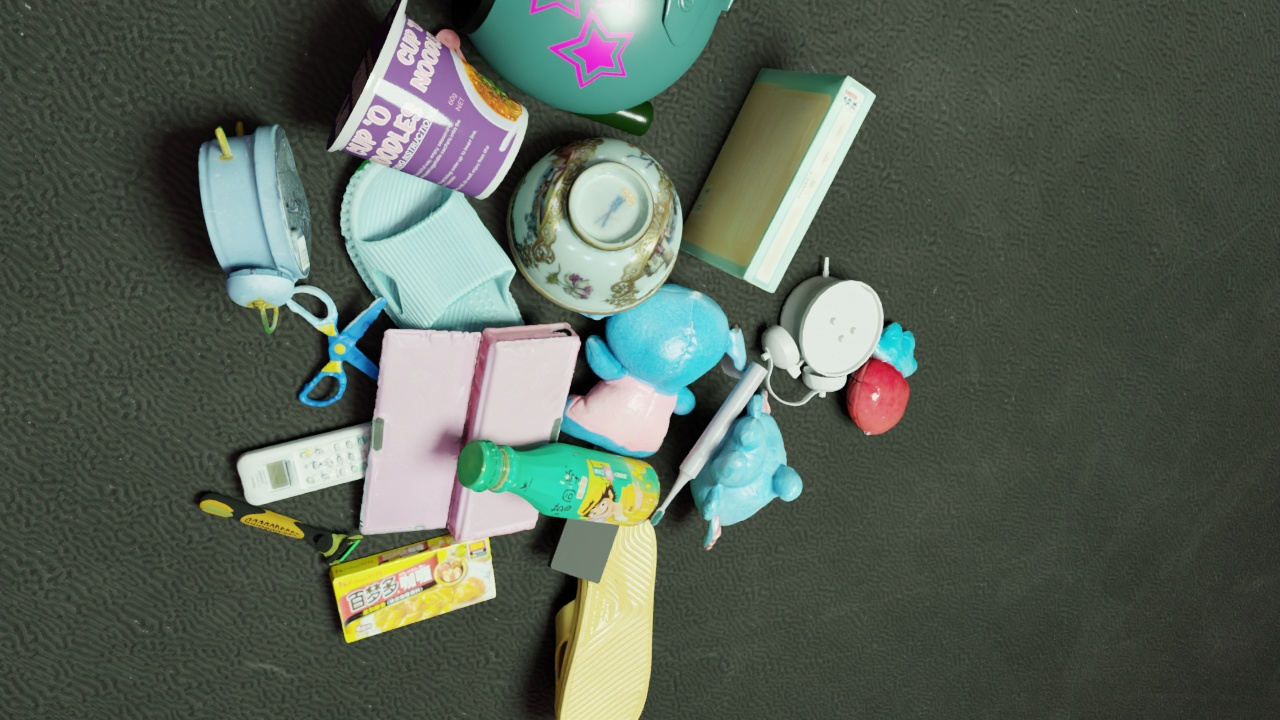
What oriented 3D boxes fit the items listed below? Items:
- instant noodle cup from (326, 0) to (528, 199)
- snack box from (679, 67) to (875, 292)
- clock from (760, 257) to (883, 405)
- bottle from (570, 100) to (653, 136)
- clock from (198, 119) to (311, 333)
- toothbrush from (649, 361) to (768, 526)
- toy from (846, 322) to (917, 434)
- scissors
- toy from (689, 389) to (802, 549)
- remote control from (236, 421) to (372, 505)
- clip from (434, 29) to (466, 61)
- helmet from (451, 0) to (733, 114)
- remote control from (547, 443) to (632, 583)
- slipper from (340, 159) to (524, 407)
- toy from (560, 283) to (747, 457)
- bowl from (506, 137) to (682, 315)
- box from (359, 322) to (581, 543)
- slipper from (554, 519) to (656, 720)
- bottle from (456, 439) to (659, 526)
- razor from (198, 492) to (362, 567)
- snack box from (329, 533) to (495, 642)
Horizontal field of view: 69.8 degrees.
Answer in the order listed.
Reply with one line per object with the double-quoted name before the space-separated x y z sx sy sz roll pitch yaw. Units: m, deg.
"instant noodle cup" -0.157 -0.196 0.714 0.121 0.122 0.137 25 106 -27
"snack box" 0.117 -0.172 0.852 0.044 0.141 0.194 23 98 -30
"clock" 0.195 -0.022 0.994 0.120 0.061 0.159 30 92 -32
"bottle" -0.048 -0.232 0.813 0.122 0.033 0.033 11 104 -28
"clock" -0.287 -0.101 0.699 0.060 0.118 0.162 -8 106 -11
"toothbrush" 0.064 0.083 0.895 0.018 0.019 0.188 35 89 -13
"toy" 0.278 0.021 1.057 0.092 0.062 0.132 31 76 -48
"scissors" -0.261 -0.012 0.792 0.125 0.013 0.126 -44 111 13
"toy" 0.112 0.108 0.944 0.115 0.181 0.183 25 75 5
"remote control" -0.289 0.090 0.825 0.133 0.022 0.050 -14 115 -21
"clip" -0.150 -0.243 0.758 0.023 0.045 0.060 -31 133 -16
"helmet" -0.015 -0.327 0.707 0.200 0.176 0.275 13 103 -27
"remote control" -0.047 0.157 0.944 0.058 0.013 0.133 24 79 -19
"slipper" -0.164 -0.055 0.805 0.116 0.069 0.276 -31 120 -9
"toy" -0.005 0.005 0.894 0.224 0.099 0.192 23 107 -28
"bowl" -0.032 -0.123 0.791 0.160 0.094 0.160 1 86 -11
"box" -0.157 0.073 0.840 0.178 0.040 0.233 -4 125 -28
"slipper" -0.040 0.285 0.992 0.099 0.078 0.263 8 88 -22
"bottle" -0.074 0.111 0.850 0.209 0.068 0.068 18 101 -44
"razor" -0.327 0.149 0.830 0.144 0.021 0.044 29 119 -31
"snack box" -0.222 0.219 0.905 0.152 0.025 0.075 -13 114 -22
